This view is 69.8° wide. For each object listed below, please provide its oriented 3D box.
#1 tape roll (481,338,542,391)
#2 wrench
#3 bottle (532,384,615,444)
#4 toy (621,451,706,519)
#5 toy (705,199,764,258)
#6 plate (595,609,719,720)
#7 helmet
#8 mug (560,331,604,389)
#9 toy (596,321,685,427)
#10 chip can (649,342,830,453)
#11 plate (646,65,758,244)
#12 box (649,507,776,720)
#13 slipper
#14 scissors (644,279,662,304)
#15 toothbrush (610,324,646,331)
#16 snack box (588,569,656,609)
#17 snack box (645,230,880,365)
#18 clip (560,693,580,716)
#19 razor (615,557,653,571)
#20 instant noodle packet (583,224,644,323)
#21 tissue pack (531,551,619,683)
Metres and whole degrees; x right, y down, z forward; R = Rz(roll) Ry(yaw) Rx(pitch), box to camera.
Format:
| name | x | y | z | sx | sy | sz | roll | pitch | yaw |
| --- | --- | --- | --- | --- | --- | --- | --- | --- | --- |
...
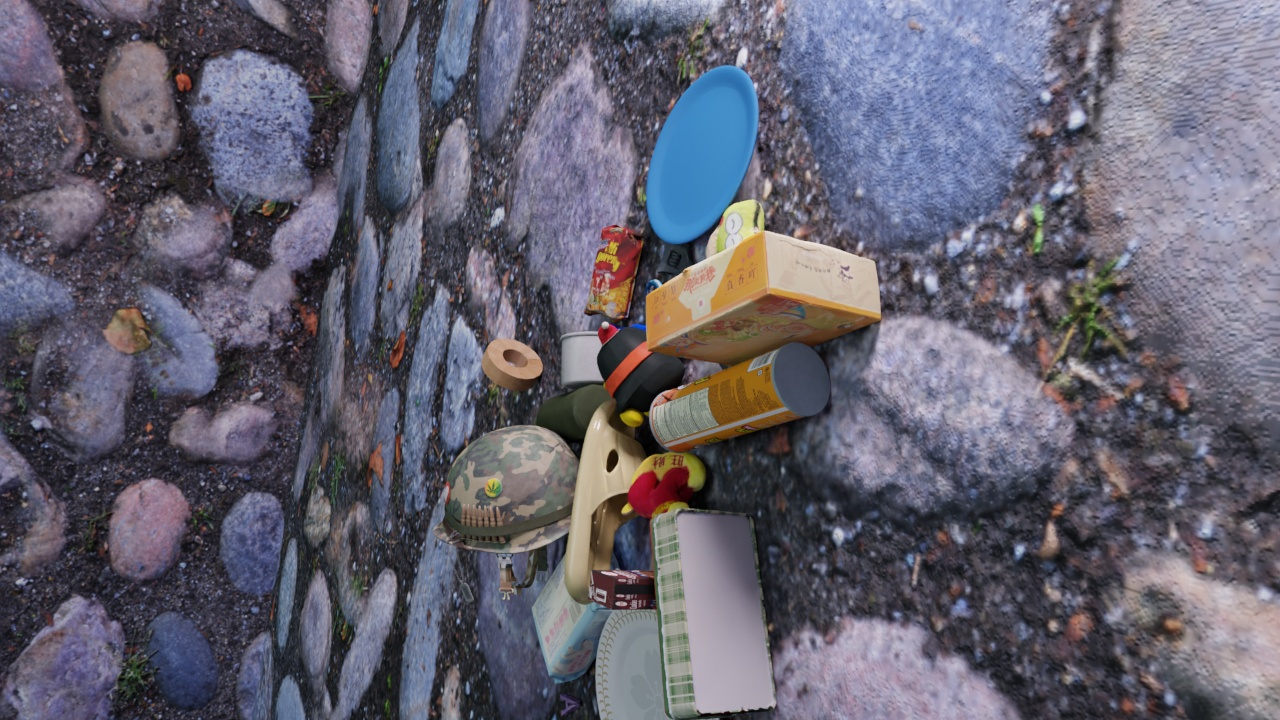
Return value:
| name | x | y | z | sx | sy | sz | roll | pitch | yaw |
| --- | --- | --- | --- | --- | --- | --- | --- | --- | --- |
| tape roll | -0.204 | 0.006 | 1.457 | 0.027 | 0.094 | 0.094 | -58 | 38 | 32 |
| wrench | 0.070 | -0.082 | 1.112 | 0.074 | 0.022 | 0.273 | -52 | 41 | 29 |
| bottle | -0.102 | 0.081 | 1.292 | 0.207 | 0.071 | 0.071 | -19 | 66 | 61 |
| toy | 0.029 | 0.160 | 1.047 | 0.105 | 0.067 | 0.137 | -19 | 45 | 7 |
| toy | 0.106 | -0.129 | 1.048 | 0.115 | 0.046 | 0.092 | 147 | 124 | -60 |
| plate | 0.019 | 0.396 | 1.057 | 0.243 | 0.016 | 0.242 | 1 | 92 | 55 |
| helmet | -0.169 | 0.210 | 1.242 | 0.192 | 0.224 | 0.236 | -41 | -70 | -79 |
| mug | -0.074 | 0.003 | 1.266 | 0.113 | 0.084 | 0.070 | -20 | 68 | 62 |
| toy | -0.007 | 0.007 | 1.125 | 0.119 | 0.097 | 0.100 | 46 | 115 | 13 |
| chip can | 0.100 | 0.045 | 0.984 | 0.216 | 0.075 | 0.075 | -24 | 62 | 53 |
| plate | 0.079 | -0.249 | 1.131 | 0.225 | 0.024 | 0.224 | -30 | 54 | 50 |
| box | 0.073 | 0.257 | 0.938 | 0.050 | 0.117 | 0.205 | -28 | 61 | 47 |
| slipper | -0.031 | 0.170 | 1.127 | 0.079 | 0.111 | 0.261 | 1 | 65 | 25 |
| scissors | 0.022 | -0.042 | 1.163 | 0.134 | 0.012 | 0.134 | -23 | 83 | 54 |
| toothbrush | -0.003 | -0.041 | 1.221 | 0.183 | 0.018 | 0.016 | 2 | 98 | 58 |
| snack box | 0.018 | 0.250 | 0.999 | 0.051 | 0.140 | 0.031 | -1 | 81 | 58 |
| snack box | 0.116 | -0.060 | 0.919 | 0.196 | 0.145 | 0.080 | -25 | 62 | 53 |
| clip | -0.098 | 0.465 | 1.251 | 0.050 | 0.014 | 0.046 | -62 | 34 | 33 |
| razor | 0.027 | 0.220 | 1.074 | 0.047 | 0.088 | 0.116 | -8 | 56 | 57 |
| instant noodle packet | -0.038 | -0.121 | 1.280 | 0.098 | 0.039 | 0.135 | 29 | 108 | 64 |
| tissue pack | -0.081 | 0.329 | 1.206 | 0.182 | 0.070 | 0.112 | -61 | 37 | 33 |
